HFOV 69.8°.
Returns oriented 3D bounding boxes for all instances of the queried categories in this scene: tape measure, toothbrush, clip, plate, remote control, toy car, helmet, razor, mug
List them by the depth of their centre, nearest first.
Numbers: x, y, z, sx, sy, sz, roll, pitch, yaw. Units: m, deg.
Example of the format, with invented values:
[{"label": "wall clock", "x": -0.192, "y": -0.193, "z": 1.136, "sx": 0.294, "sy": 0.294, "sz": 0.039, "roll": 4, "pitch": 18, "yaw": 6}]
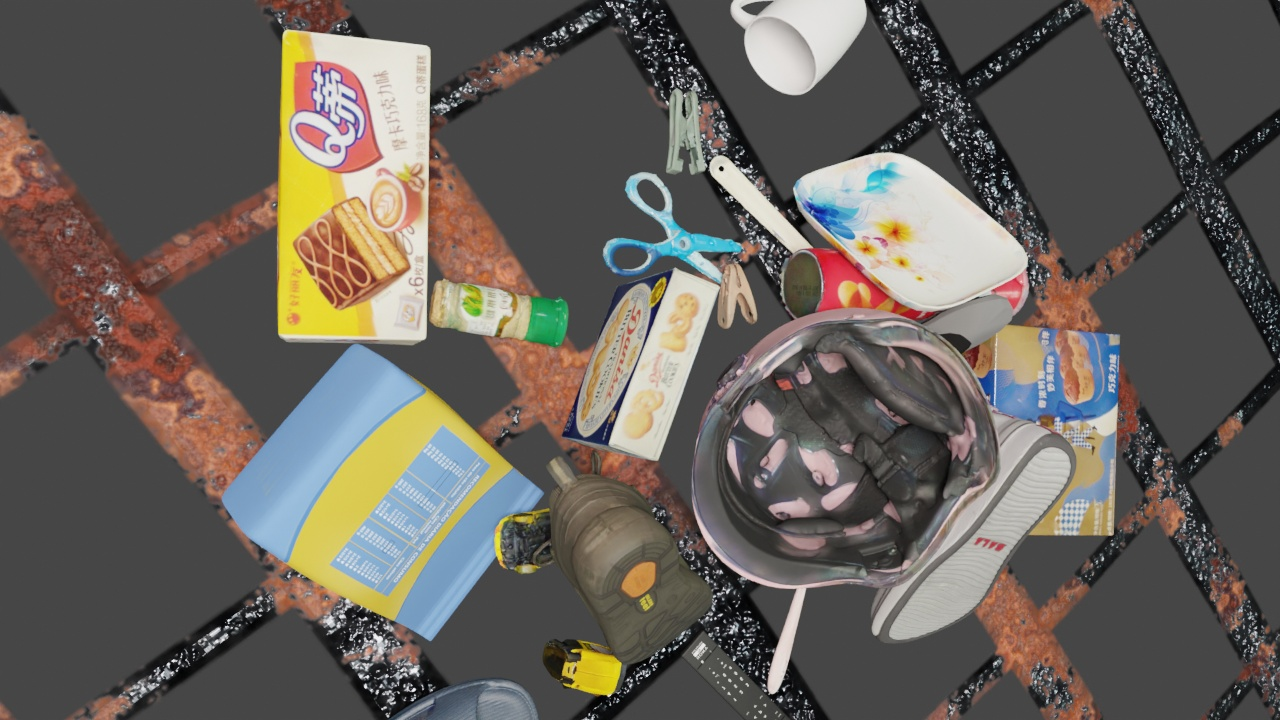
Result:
[{"label": "tape measure", "x": -0.044, "y": 0.257, "z": 0.765, "sx": 0.064, "sy": 0.066, "sz": 0.037, "roll": 18, "pitch": 79, "yaw": -19}, {"label": "toy car", "x": -0.073, "y": 0.147, "z": 0.772, "sx": 0.106, "sy": 0.030, "sz": 0.049, "roll": -4, "pitch": 92, "yaw": -37}, {"label": "helmet", "x": 0.157, "y": 0.068, "z": 0.789, "sx": 0.230, "sy": 0.152, "sz": 0.256, "roll": 39, "pitch": 100, "yaw": -13}, {"label": "clip", "x": 0.033, "y": -0.205, "z": 0.826, "sx": 0.049, "sy": 0.023, "sz": 0.078, "roll": -15, "pitch": 96, "yaw": -20}, {"label": "clip", "x": 0.081, "y": -0.056, "z": 0.835, "sx": 0.039, "sy": 0.024, "sz": 0.060, "roll": -25, "pitch": 106, "yaw": -17}, {"label": "plate", "x": 0.244, "y": -0.119, "z": 0.838, "sx": 0.186, "sy": 0.016, "sz": 0.187, "roll": -22, "pitch": 59, "yaw": -34}, {"label": "razor", "x": 0.271, "y": -0.014, "z": 0.840, "sx": 0.057, "sy": 0.157, "sz": 0.060, "roll": 35, "pitch": 36, "yaw": -15}, {"label": "remote control", "x": 0.092, "y": 0.304, "z": 0.841, "sx": 0.030, "sy": 0.009, "sz": 0.140, "roll": -46, "pitch": 103, "yaw": -15}, {"label": "mug", "x": 0.141, "y": -0.312, "z": 0.844, "sx": 0.114, "sy": 0.081, "sz": 0.087, "roll": 37, "pitch": 68, "yaw": 17}, {"label": "toothbrush", "x": 0.150, "y": 0.224, "z": 0.860, "sx": 0.015, "sy": 0.018, "sz": 0.181, "roll": 21, "pitch": 83, "yaw": -17}]

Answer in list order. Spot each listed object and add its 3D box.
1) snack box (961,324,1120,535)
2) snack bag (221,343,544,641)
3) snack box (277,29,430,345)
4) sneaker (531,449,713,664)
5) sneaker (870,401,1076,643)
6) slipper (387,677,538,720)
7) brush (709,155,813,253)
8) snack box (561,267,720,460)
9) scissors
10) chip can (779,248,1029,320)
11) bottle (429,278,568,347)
[{"label": "snack box", "x": 0.392, "y": 0.070, "z": 0.920, "sx": 0.155, "sy": 0.069, "sz": 0.202, "roll": 4, "pitch": 88, "yaw": -18}, {"label": "snack bag", "x": -0.184, "y": 0.111, "z": 0.711, "sx": 0.158, "sy": 0.102, "sz": 0.205, "roll": -52, "pitch": 127, "yaw": -13}, {"label": "snack box", "x": -0.223, "y": -0.129, "z": 0.713, "sx": 0.110, "sy": 0.062, "sz": 0.230, "roll": 1, "pitch": 89, "yaw": -19}, {"label": "sneaker", "x": -0.029, "y": 0.153, "z": 0.738, "sx": 0.101, "sy": 0.238, "sz": 0.143, "roll": -37, "pitch": 57, "yaw": -11}, {"label": "sneaker", "x": 0.279, "y": 0.146, "z": 0.857, "sx": 0.096, "sy": 0.128, "sz": 0.264, "roll": 15, "pitch": 115, "yaw": -26}, {"label": "slipper", "x": -0.194, "y": 0.340, "z": 0.703, "sx": 0.263, "sy": 0.083, "sz": 0.101, "roll": -22, "pitch": 98, "yaw": -18}, {"label": "brush", "x": 0.144, "y": -0.113, "z": 0.868, "sx": 0.217, "sy": 0.012, "sz": 0.033, "roll": 42, "pitch": 77, "yaw": -13}, {"label": "snack box", "x": -0.004, "y": 0.004, "z": 0.742, "sx": 0.042, "sy": 0.145, "sz": 0.144, "roll": 23, "pitch": 81, "yaw": -17}, {"label": "scissors", "x": 0.027, "y": -0.098, "z": 0.828, "sx": 0.140, "sy": 0.013, "sz": 0.114, "roll": 39, "pitch": 77, "yaw": -17}, {"label": "chip can", "x": 0.247, "y": -0.070, "z": 0.857, "sx": 0.232, "sy": 0.073, "sz": 0.073, "roll": -3, "pitch": 89, "yaw": -23}, {"label": "bottle", "x": -0.117, "y": -0.040, "z": 0.759, "sx": 0.111, "sy": 0.043, "sz": 0.043, "roll": 9, "pitch": 86, "yaw": -18}]
